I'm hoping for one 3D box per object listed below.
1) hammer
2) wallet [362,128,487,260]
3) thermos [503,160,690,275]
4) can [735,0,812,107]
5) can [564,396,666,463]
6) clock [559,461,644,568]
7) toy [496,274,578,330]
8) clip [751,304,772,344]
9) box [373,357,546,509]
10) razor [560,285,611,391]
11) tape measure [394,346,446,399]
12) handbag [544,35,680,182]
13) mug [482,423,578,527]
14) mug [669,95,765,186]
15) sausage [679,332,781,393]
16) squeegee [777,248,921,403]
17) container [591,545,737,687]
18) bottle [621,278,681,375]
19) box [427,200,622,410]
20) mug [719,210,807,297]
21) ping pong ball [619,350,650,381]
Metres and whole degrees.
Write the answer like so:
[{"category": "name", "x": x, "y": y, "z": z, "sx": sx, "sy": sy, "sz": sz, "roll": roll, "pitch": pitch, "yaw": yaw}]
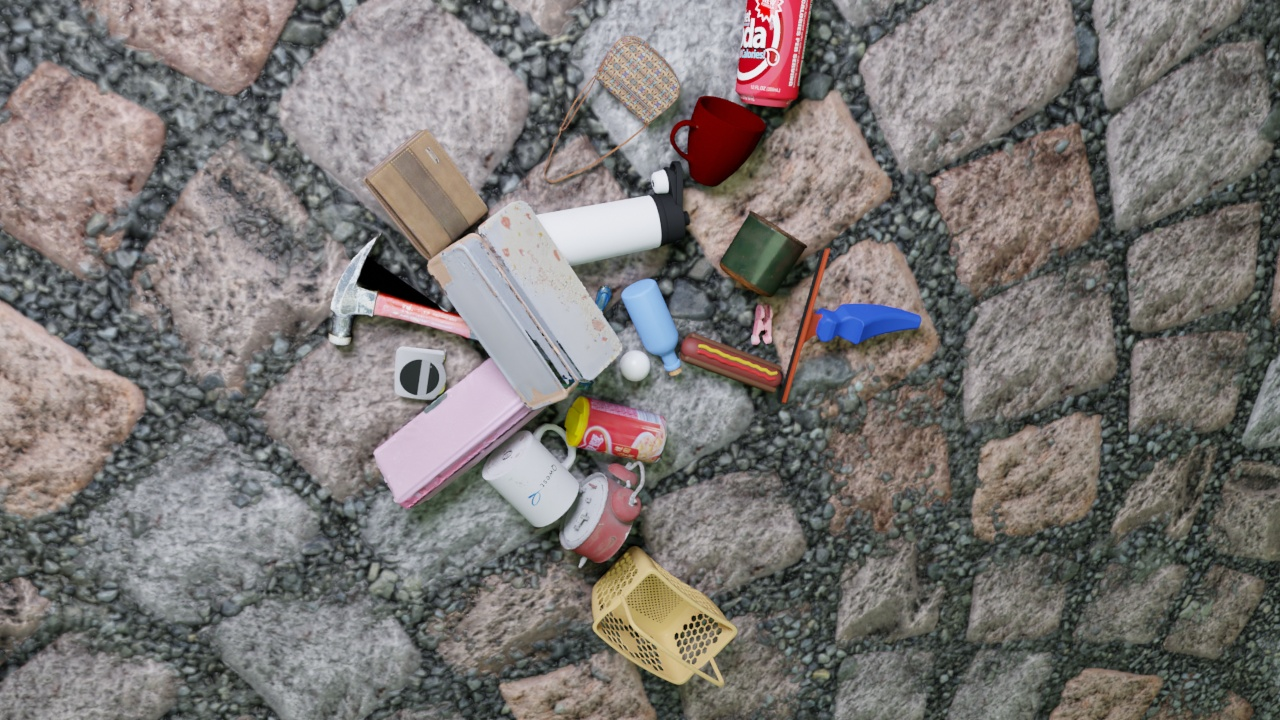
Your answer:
[{"category": "hammer", "x": -0.199, "y": -0.048, "z": 1.093, "sx": 0.326, "sy": 0.036, "sz": 0.141, "roll": 15, "pitch": 106, "yaw": -7}, {"category": "wallet", "x": -0.243, "y": -0.188, "z": 1.046, "sx": 0.098, "sy": 0.027, "sz": 0.121, "roll": -48, "pitch": 116, "yaw": -25}, {"category": "thermos", "x": -0.055, "y": -0.170, "z": 1.103, "sx": 0.229, "sy": 0.068, "sz": 0.101, "roll": -13, "pitch": 101, "yaw": -11}, {"category": "can", "x": 0.155, "y": -0.372, "z": 1.070, "sx": 0.074, "sy": 0.074, "sz": 0.143, "roll": 1, "pitch": 111, "yaw": -15}, {"category": "can", "x": -0.032, "y": 0.092, "z": 1.208, "sx": 0.124, "sy": 0.066, "sz": 0.067, "roll": 14, "pitch": 107, "yaw": -20}, {"category": "clock", "x": -0.050, "y": 0.192, "z": 1.213, "sx": 0.062, "sy": 0.109, "sz": 0.157, "roll": 31, "pitch": 116, "yaw": -24}, {"category": "toy", "x": -0.123, "y": -0.069, "z": 1.134, "sx": 0.112, "sy": 0.050, "sz": 0.087, "roll": -14, "pitch": 114, "yaw": -3}, {"category": "clip", "x": 0.169, "y": -0.046, "z": 1.233, "sx": 0.044, "sy": 0.023, "sz": 0.060, "roll": 15, "pitch": 108, "yaw": -25}, {"category": "box", "x": -0.211, "y": 0.095, "z": 1.169, "sx": 0.232, "sy": 0.099, "sz": 0.107, "roll": -40, "pitch": 148, "yaw": 1}, {"category": "razor", "x": -0.064, "y": -0.030, "z": 1.179, "sx": 0.044, "sy": 0.018, "sz": 0.141, "roll": 15, "pitch": 103, "yaw": -19}, {"category": "tape measure", "x": -0.273, "y": 0.015, "z": 1.141, "sx": 0.064, "sy": 0.016, "sz": 0.065, "roll": 6, "pitch": 109, "yaw": -17}, {"category": "handbag", "x": -0.044, "y": -0.285, "z": 1.082, "sx": 0.093, "sy": 0.043, "sz": 0.196, "roll": 36, "pitch": 107, "yaw": -28}, {"category": "mug", "x": -0.132, "y": 0.141, "z": 1.201, "sx": 0.096, "sy": 0.083, "sz": 0.119, "roll": 50, "pitch": 65, "yaw": -25}, {"category": "mug", "x": 0.081, "y": -0.256, "z": 1.093, "sx": 0.113, "sy": 0.087, "sz": 0.089, "roll": 0, "pitch": 130, "yaw": -32}, {"category": "sausage", "x": 0.123, "y": 0.004, "z": 1.230, "sx": 0.155, "sy": 0.040, "sz": 0.040, "roll": 20, "pitch": 105, "yaw": -21}, {"category": "squeegee", "x": 0.294, "y": -0.051, "z": 1.245, "sx": 0.184, "sy": 0.055, "sz": 0.250, "roll": -2, "pitch": 129, "yaw": -14}, {"category": "container", "x": 0.031, "y": 0.370, "z": 1.280, "sx": 0.183, "sy": 0.167, "sz": 0.129, "roll": 40, "pitch": 96, "yaw": -25}, {"category": "bottle", "x": 0.022, "y": -0.038, "z": 1.181, "sx": 0.048, "sy": 0.048, "sz": 0.131, "roll": -27, "pitch": 115, "yaw": -4}, {"category": "box", "x": -0.129, "y": -0.062, "z": 1.055, "sx": 0.115, "sy": 0.095, "sz": 0.217, "roll": -23, "pitch": 108, "yaw": 34}, {"category": "mug", "x": 0.160, "y": -0.131, "z": 1.171, "sx": 0.111, "sy": 0.085, "sz": 0.081, "roll": 13, "pitch": 113, "yaw": -56}, {"category": "ping pong ball", "x": -0.007, "y": 0.007, "z": 1.196, "sx": 0.040, "sy": 0.040, "sz": 0.040, "roll": -5, "pitch": 112, "yaw": -13}]
